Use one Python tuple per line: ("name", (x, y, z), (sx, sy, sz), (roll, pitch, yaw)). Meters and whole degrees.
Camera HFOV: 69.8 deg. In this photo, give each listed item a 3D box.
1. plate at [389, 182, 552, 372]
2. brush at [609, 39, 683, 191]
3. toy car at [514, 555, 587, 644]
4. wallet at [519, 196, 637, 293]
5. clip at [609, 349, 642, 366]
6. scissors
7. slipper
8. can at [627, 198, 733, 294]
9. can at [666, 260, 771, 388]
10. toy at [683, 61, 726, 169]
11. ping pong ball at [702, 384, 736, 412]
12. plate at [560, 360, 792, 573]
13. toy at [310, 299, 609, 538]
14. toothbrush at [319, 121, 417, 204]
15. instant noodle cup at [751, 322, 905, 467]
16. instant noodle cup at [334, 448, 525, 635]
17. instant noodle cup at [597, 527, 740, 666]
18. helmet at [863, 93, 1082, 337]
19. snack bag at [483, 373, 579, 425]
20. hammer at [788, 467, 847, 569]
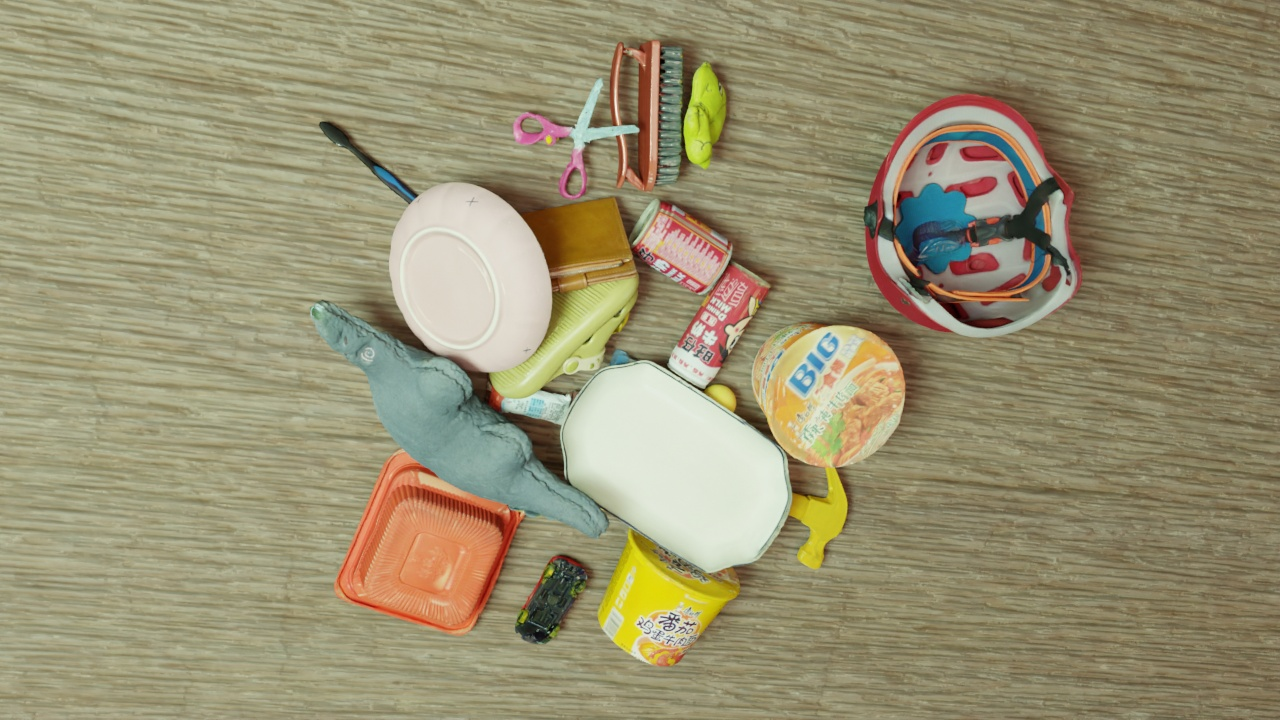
("plate", (-0.175, -0.074, 0.889), (0.193, 0.038, 0.193), (12, 115, 26))
("brush", (0.004, -0.244, 0.925), (0.069, 0.063, 0.146), (-2, 105, -11))
("toy car", (-0.103, 0.272, 1.039), (0.049, 0.031, 0.106), (28, 96, -13))
("wallet", (-0.077, -0.110, 0.923), (0.130, 0.119, 0.035), (-11, 148, -6))
("clip", (-0.004, 0.007, 1.003), (0.058, 0.043, 0.027), (15, 98, -16))
("scissors", (-0.063, -0.218, 0.921), (0.133, 0.017, 0.130), (0, 117, 18))
("slipper", (-0.074, -0.028, 0.959), (0.190, 0.091, 0.081), (-45, 141, -4))
("can", (0.040, -0.119, 0.955), (0.093, 0.066, 0.066), (30, 96, -14))
("can", (0.083, -0.038, 0.987), (0.053, 0.053, 0.133), (30, 96, -14))
("toy", (0.064, -0.245, 0.927), (0.031, 0.099, 0.097), (3, 123, 21))
("ping pong ball", (0.085, 0.047, 1.013), (0.040, 0.040, 0.040), (-2, 103, -9))
("plate", (0.038, 0.113, 0.986), (0.265, 0.034, 0.162), (33, 84, -8))
("toy", (-0.187, 0.067, 0.925), (0.356, 0.138, 0.091), (41, 63, -13))
("toothbrush", (-0.245, -0.175, 0.928), (0.189, 0.016, 0.014), (40, 85, -18))
("instant noodle cup", (0.192, 0.027, 0.989), (0.151, 0.111, 0.151), (-2, 103, -9))
("instant noodle cup", (-0.221, 0.202, 0.981), (0.164, 0.079, 0.189), (22, 93, -17))
("instant noodle cup", (0.025, 0.258, 1.010), (0.138, 0.138, 0.110), (24, 105, -13))
("helmet", (0.326, -0.140, 0.960), (0.207, 0.144, 0.240), (-11, 90, -7))
("snack bag", (-0.117, 0.045, 0.988), (0.104, 0.026, 0.048), (9, 107, -12))
("hammer", (0.100, 0.137, 1.040), (0.300, 0.033, 0.129), (20, 98, -13))
